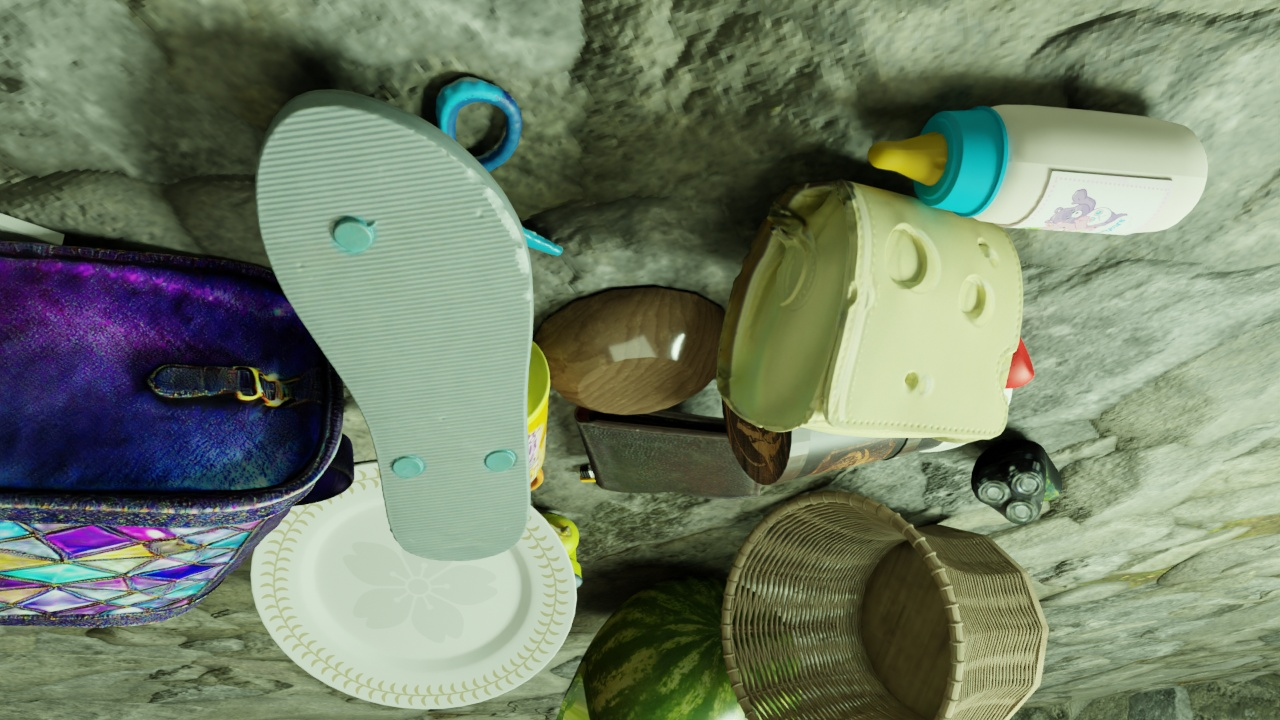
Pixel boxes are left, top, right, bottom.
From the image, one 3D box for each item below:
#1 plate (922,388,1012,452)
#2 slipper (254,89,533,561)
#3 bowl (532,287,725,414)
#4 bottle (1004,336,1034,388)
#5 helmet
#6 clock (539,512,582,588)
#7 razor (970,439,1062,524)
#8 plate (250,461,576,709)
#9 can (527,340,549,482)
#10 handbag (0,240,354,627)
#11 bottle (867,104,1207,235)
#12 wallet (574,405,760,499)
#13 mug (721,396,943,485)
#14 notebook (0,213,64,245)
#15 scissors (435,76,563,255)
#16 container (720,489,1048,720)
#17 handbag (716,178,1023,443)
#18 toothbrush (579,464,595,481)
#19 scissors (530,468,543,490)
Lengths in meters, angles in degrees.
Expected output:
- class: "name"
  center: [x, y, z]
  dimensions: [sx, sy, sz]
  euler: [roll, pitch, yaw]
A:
- class: "plate"
  center: [0.208, 0.041, 0.638]
  dimensions: [0.104, 0.026, 0.104]
  euler: [-5, 150, -3]
- class: "slipper"
  center: [-0.091, -0.005, 0.418]
  dimensions: [0.098, 0.054, 0.269]
  euler: [-6, 132, -1]
- class: "bowl"
  center: [-0.003, 0.003, 0.526]
  dimensions: [0.118, 0.030, 0.118]
  euler: [-5, 150, -3]
- class: "bottle"
  center: [0.183, 0.017, 0.579]
  dimensions: [0.119, 0.036, 0.036]
  euler: [-24, 146, 29]
- class: "helmet"
  center: [0.048, 0.330, 0.914]
  dimensions: [0.242, 0.213, 0.248]
  euler: [-34, 155, -33]
- class: "clock"
  center: [-0.091, 0.159, 0.756]
  dimensions: [0.083, 0.057, 0.119]
  euler: [-3, 151, -5]
- class: "razor"
  center: [0.305, 0.100, 0.724]
  dimensions: [0.054, 0.067, 0.151]
  euler: [-20, 156, 30]
- class: "plate"
  center: [-0.170, 0.174, 0.700]
  dimensions: [0.242, 0.016, 0.243]
  euler: [-1, 118, -2]
- class: "can"
  center: [-0.087, 0.033, 0.525]
  dimensions: [0.067, 0.067, 0.105]
  euler: [-2, 150, -8]
- class: "handbag"
  center: [-0.256, 0.049, 0.460]
  dimensions: [0.221, 0.125, 0.205]
  euler: [9, 148, -37]
- class: "bottle"
  center: [0.164, -0.082, 0.388]
  dimensions: [0.146, 0.051, 0.051]
  euler: [1, 150, -13]
- class: "wallet"
  center: [0.022, 0.061, 0.611]
  dimensions: [0.120, 0.031, 0.099]
  euler: [5, 151, 9]
- class: "mug"
  center: [0.105, 0.023, 0.536]
  dimensions: [0.107, 0.080, 0.116]
  euler: [-7, -179, -20]
- class: "notebook"
  center: [-0.377, -0.029, 0.418]
  dimensions: [0.142, 0.009, 0.210]
  euler: [22, 140, -41]
- class: "scissors"
  center: [-0.084, -0.074, 0.396]
  dimensions: [0.134, 0.011, 0.138]
  euler: [19, 141, -32]
- class: "container"
  center: [0.218, 0.234, 0.796]
  dimensions: [0.196, 0.226, 0.228]
  euler: [13, 146, -42]
- class: "handbag"
  center: [0.106, -0.020, 0.417]
  dimensions: [0.119, 0.111, 0.081]
  euler: [5, -169, -31]
- class: "toothbrush"
  center: [0.051, 0.075, 0.667]
  dimensions: [0.197, 0.031, 0.031]
  euler: [-7, 136, 11]
- class: "scissors"
  center: [-0.127, 0.102, 0.693]
  dimensions: [0.064, 0.013, 0.128]
  euler: [20, 140, -37]
